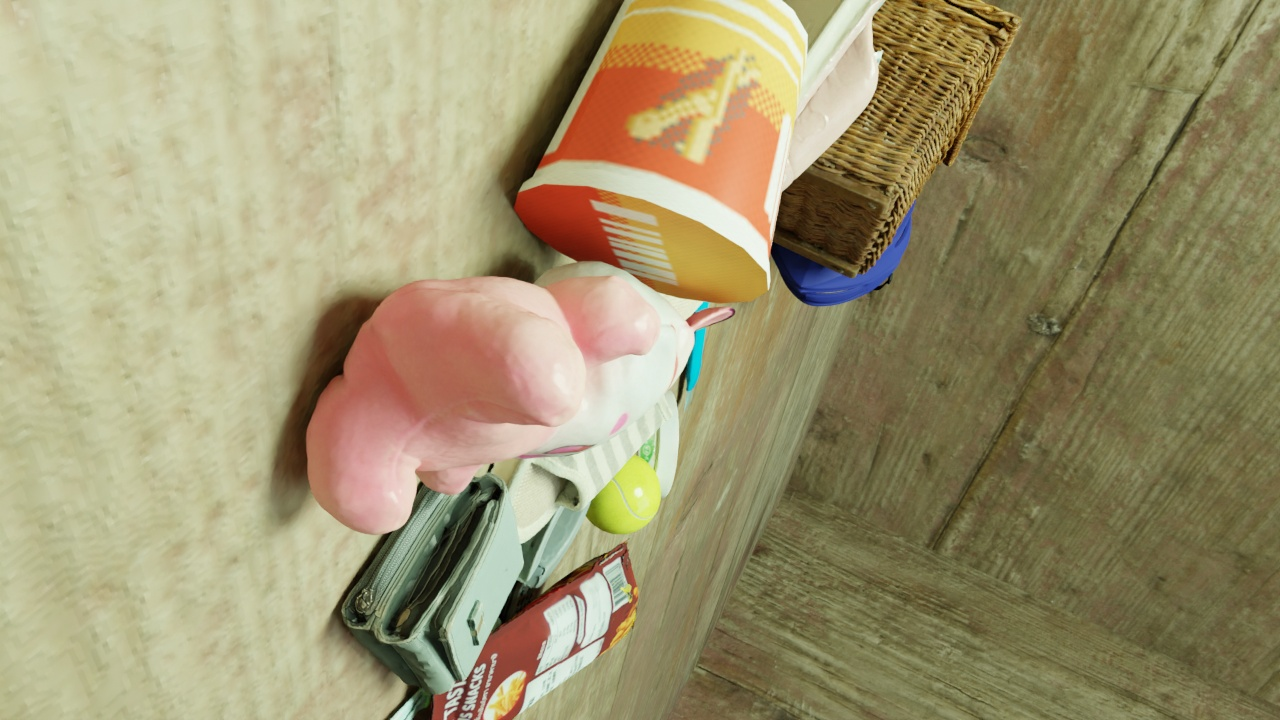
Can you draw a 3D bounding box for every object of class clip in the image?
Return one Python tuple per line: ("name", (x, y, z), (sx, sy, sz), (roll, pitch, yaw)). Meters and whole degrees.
("clip", (-0.047, 0.093, 0.683), (0.163, 0.028, 0.115), (-61, 165, -15))

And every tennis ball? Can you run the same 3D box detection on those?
("tennis ball", (-0.016, 0.106, 0.730), (0.065, 0.065, 0.065), (-58, 163, -29))

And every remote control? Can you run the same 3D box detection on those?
("remote control", (-0.107, 0.225, 0.697), (0.136, 0.013, 0.033), (-69, 163, 9))

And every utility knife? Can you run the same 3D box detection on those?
("utility knife", (0.053, -0.010, 0.897), (0.031, 0.015, 0.186), (-51, 157, -36))

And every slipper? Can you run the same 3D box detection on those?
("slipper", (0.084, -0.156, 0.534), (0.275, 0.054, 0.114), (-53, -151, 14))
("slipper", (-0.004, 0.004, 0.599), (0.272, 0.054, 0.114), (-55, 155, -15))

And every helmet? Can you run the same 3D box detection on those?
("helmet", (0.224, -0.127, 1.046), (0.240, 0.148, 0.228), (-59, 159, -28))

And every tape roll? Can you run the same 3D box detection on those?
("tape roll", (0.013, 0.071, 0.788), (0.094, 0.018, 0.094), (-176, -89, -78))

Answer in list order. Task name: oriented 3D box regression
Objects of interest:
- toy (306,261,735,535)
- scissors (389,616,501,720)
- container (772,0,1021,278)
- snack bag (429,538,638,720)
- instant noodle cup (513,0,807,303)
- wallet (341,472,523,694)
("toy", (-0.046, 0.004, 0.411), (0.142, 0.084, 0.212), (-32, 173, 24))
("scissors", (-0.133, 0.200, 0.575), (0.174, 0.032, 0.093), (-48, 160, -61))
("container", (0.198, -0.199, 0.832), (0.183, 0.162, 0.250), (-60, 168, -9))
("snack bag", (-0.076, 0.213, 0.650), (0.207, 0.067, 0.139), (-30, 143, -57))
("instant noodle cup", (0.019, -0.108, 0.443), (0.123, 0.123, 0.121), (58, 49, -72))
("wallet", (-0.102, 0.123, 0.495), (0.100, 0.054, 0.132), (-58, 168, -26))
